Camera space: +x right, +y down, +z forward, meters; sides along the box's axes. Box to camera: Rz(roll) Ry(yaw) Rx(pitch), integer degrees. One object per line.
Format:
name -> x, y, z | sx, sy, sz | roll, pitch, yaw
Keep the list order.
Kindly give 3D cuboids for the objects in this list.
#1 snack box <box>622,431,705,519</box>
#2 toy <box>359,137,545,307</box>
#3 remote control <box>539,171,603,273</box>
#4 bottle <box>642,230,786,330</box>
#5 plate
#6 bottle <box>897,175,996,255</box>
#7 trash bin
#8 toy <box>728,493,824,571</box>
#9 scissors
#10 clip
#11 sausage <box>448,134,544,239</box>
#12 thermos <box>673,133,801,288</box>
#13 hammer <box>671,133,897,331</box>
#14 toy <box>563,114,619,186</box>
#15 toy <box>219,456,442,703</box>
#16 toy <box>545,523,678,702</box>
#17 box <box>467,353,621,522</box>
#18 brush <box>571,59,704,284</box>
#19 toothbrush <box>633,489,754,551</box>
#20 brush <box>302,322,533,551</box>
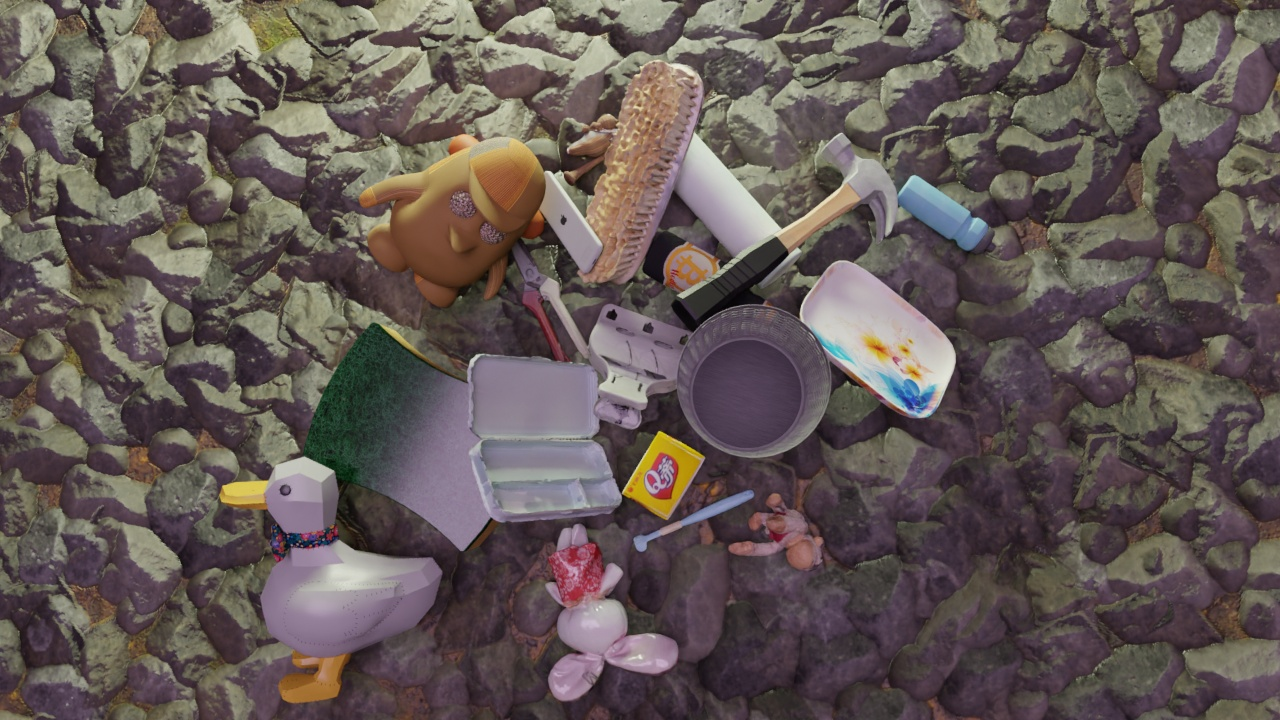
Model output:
snack box -> 0.028, 0.132, 1.057 | 0.061, 0.106, 0.083 | 30, 87, 6
toy -> -0.196, -0.168, 1.058 | 0.204, 0.162, 0.198 | -35, 124, 23
remote control -> -0.089, -0.168, 1.110 | 0.146, 0.008, 0.045 | 56, 129, 29
bottle -> 0.094, -0.088, 1.099 | 0.181, 0.059, 0.059 | 30, 87, 7
plate -> 0.269, -0.025, 1.042 | 0.187, 0.186, 0.016 | 39, 132, 4
bottle -> 0.368, -0.170, 1.096 | 0.130, 0.040, 0.040 | 36, 88, 7
trash bin -> 0.121, 0.030, 1.022 | 0.156, 0.183, 0.156 | -1, 84, 5
toy -> 0.167, 0.212, 1.064 | 0.106, 0.074, 0.085 | 35, 120, -13
scissors -> -0.126, -0.076, 1.137 | 0.188, 0.015, 0.146 | 29, 88, 8
clip -> -0.007, 0.007, 1.091 | 0.125, 0.074, 0.143 | 17, 60, 3
sausage -> -0.178, -0.218, 1.141 | 0.039, 0.045, 0.164 | -36, 81, -36
thermos -> 0.096, -0.191, 1.106 | 0.068, 0.068, 0.230 | -40, 82, -1
hammer -> 0.167, -0.136, 1.046 | 0.327, 0.039, 0.131 | -36, 83, -24
toy -> -0.058, -0.266, 1.139 | 0.101, 0.041, 0.055 | -34, 105, -8
toy -> -0.353, 0.242, 1.044 | 0.246, 0.141, 0.268 | 6, 100, -10
toy -> -0.058, 0.287, 1.062 | 0.159, 0.084, 0.194 | -24, 76, 10
box -> -0.109, 0.088, 1.033 | 0.061, 0.209, 0.192 | -26, 73, 33
brush -> -0.004, -0.214, 1.072 | 0.083, 0.056, 0.272 | 37, 115, 33
toothbrush -> 0.064, 0.189, 1.095 | 0.155, 0.016, 0.022 | -24, 50, 1
brush -> -0.256, 0.091, 1.098 | 0.250, 0.075, 0.195 | 25, 86, 6
